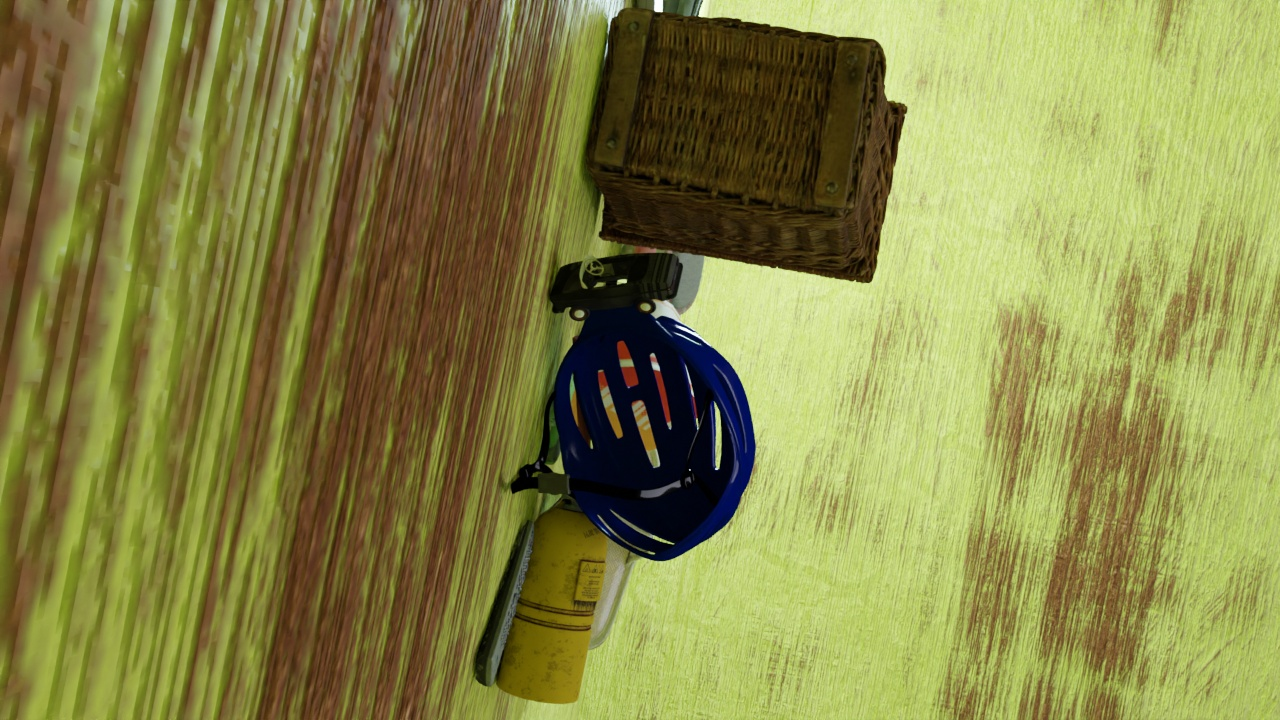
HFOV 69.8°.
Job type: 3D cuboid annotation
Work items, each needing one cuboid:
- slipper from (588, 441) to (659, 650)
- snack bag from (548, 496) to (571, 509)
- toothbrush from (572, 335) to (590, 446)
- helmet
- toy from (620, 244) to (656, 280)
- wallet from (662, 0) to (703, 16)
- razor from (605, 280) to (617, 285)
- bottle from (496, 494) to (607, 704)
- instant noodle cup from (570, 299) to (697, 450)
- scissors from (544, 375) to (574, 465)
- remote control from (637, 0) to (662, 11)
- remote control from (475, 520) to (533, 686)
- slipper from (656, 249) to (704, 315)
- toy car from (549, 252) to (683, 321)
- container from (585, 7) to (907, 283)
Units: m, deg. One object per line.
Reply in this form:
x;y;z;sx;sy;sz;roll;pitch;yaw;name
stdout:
-0.043;0.209;1.094;0.054;0.114;0.272;165;-59;-69;slipper
-0.081;0.189;0.916;0.208;0.066;0.138;122;-25;-70;snack bag
-0.051;0.071;0.784;0.016;0.016;0.190;-23;118;-50;toothbrush
-0.004;0.078;0.681;0.227;0.148;0.242;-51;135;-55;helmet
0.023;-0.161;1.121;0.141;0.084;0.213;-59;166;-21;toy
0.049;-0.421;1.067;0.100;0.054;0.131;-8;114;-87;wallet
-0.040;-0.040;1.015;0.042;0.022;0.144;28;63;-46;razor
-0.068;0.191;0.761;0.071;0.071;0.163;80;21;-83;bottle
-0.005;0.005;0.927;0.124;0.123;0.120;98;-4;-46;instant noodle cup
-0.064;0.025;0.824;0.174;0.032;0.093;-67;165;-61;scissors
0.007;-0.315;0.845;0.151;0.019;0.074;93;5;-59;remote control
-0.097;0.176;0.676;0.136;0.013;0.033;-76;175;-56;remote control
0.064;-0.177;0.997;0.113;0.054;0.275;-26;129;-51;slipper
-0.018;-0.056;0.636;0.037;0.092;0.040;66;28;-42;toy car
0.077;-0.172;0.729;0.183;0.250;0.162;15;86;-78;container
